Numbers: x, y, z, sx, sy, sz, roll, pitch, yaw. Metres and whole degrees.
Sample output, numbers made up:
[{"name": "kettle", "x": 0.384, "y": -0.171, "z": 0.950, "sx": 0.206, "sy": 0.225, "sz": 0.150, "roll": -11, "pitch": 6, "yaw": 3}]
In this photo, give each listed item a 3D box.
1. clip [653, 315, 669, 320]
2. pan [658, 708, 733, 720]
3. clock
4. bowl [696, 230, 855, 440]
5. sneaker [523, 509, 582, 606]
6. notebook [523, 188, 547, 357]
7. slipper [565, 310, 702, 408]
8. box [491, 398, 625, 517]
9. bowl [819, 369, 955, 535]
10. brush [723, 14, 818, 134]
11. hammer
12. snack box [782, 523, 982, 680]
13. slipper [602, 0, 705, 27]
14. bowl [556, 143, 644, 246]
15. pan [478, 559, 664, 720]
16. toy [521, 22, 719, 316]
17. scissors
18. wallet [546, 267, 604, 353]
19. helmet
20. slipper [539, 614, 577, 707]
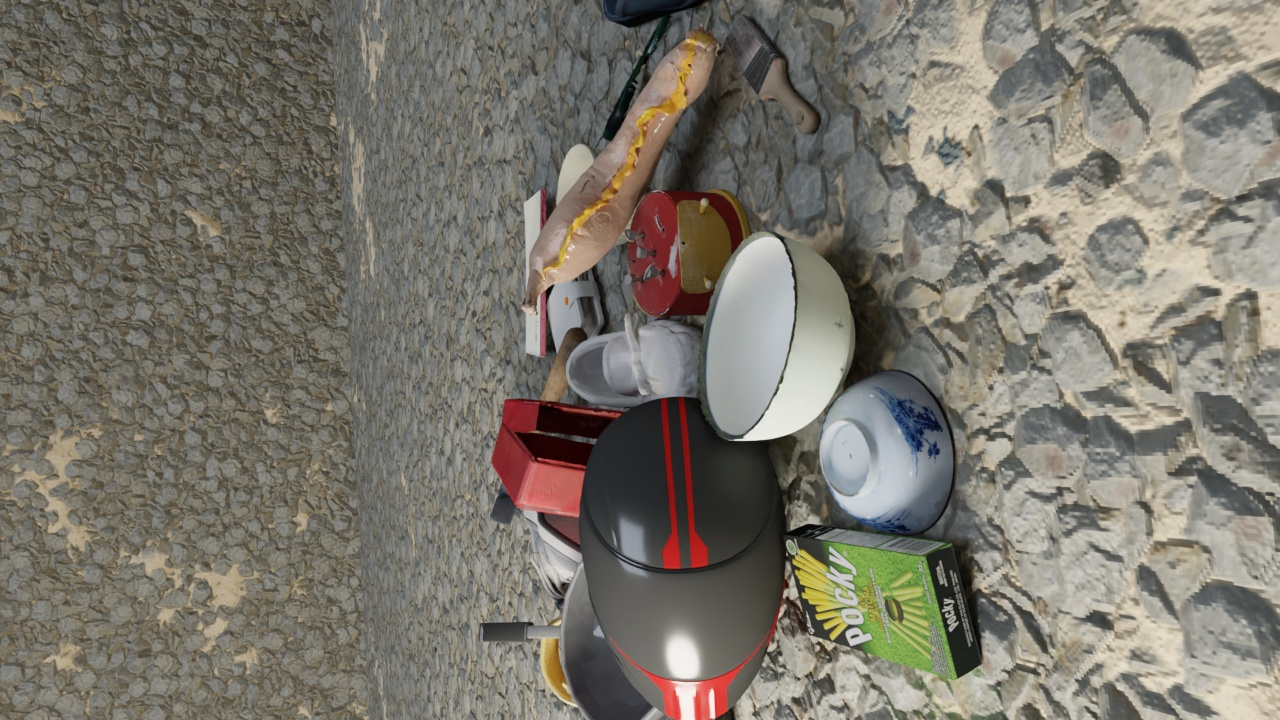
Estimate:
[{"name": "clip", "x": 0.029, "y": -0.052, "z": 0.910, "sx": 0.042, "sy": 0.014, "sz": 0.052, "roll": 57, "pitch": 137, "yaw": 42}, {"name": "pan", "x": 0.040, "y": 0.273, "z": 0.889, "sx": 0.208, "sy": 0.040, "sz": 0.357, "roll": 19, "pitch": 108, "yaw": 62}, {"name": "clock", "x": 0.025, "y": -0.094, "z": 0.834, "sx": 0.159, "sy": 0.081, "sz": 0.117, "roll": -6, "pitch": 87, "yaw": 64}, {"name": "bowl", "x": 0.105, "y": -0.013, "z": 0.673, "sx": 0.153, "sy": 0.072, "sz": 0.153, "roll": -170, "pitch": 91, "yaw": -72}, {"name": "sneaker", "x": -0.076, "y": 0.231, "z": 1.060, "sx": 0.263, "sy": 0.096, "sz": 0.129, "roll": -171, "pitch": 77, "yaw": -67}, {"name": "notebook", "x": -0.138, "y": -0.111, "z": 1.203, "sx": 0.153, "sy": 0.012, "sz": 0.209, "roll": -167, "pitch": 77, "yaw": -75}, {"name": "slipper", "x": -0.006, "y": 0.005, "z": 0.930, "sx": 0.247, "sy": 0.074, "sz": 0.112, "roll": -3, "pitch": 105, "yaw": 62}, {"name": "box", "x": -0.058, "y": 0.099, "z": 0.921, "sx": 0.135, "sy": 0.157, "sz": 0.112, "roll": -170, "pitch": 89, "yaw": -66}, {"name": "bowl", "x": 0.156, "y": 0.064, "z": 0.627, "sx": 0.114, "sy": 0.045, "sz": 0.114, "roll": 10, "pitch": 101, "yaw": 63}, {"name": "brush", "x": 0.104, "y": -0.229, "z": 0.741, "sx": 0.151, "sy": 0.012, "sz": 0.039, "roll": 66, "pitch": 146, "yaw": 37}, {"name": "hammer", "x": -0.123, "y": 0.075, "z": 1.132, "sx": 0.129, "sy": 0.040, "sz": 0.323, "roll": -74, "pitch": 8, "yaw": -46}, {"name": "snack box", "x": 0.160, "y": 0.160, "z": 0.631, "sx": 0.148, "sy": 0.025, "sz": 0.080, "roll": -10, "pitch": 96, "yaw": 63}, {"name": "slipper", "x": 0.005, "y": -0.381, "z": 0.849, "sx": 0.266, "sy": 0.083, "sz": 0.109, "roll": 8, "pitch": 97, "yaw": 62}, {"name": "bowl", "x": -0.040, "y": -0.170, "z": 0.979, "sx": 0.115, "sy": 0.062, "sz": 0.115, "roll": 9, "pitch": 100, "yaw": 63}, {"name": "pan", "x": -0.065, "y": 0.273, "z": 0.923, "sx": 0.358, "sy": 0.041, "sz": 0.178, "roll": -20, "pitch": 63, "yaw": 48}, {"name": "toy", "x": -0.015, "y": -0.169, "z": 0.817, "sx": 0.265, "sy": 0.065, "sz": 0.195, "roll": -50, "pitch": 11, "yaw": 36}, {"name": "scissors", "x": -0.027, "y": -0.245, "z": 0.936, "sx": 0.210, "sy": 0.015, "sz": 0.141, "roll": -47, "pitch": 21, "yaw": 60}, {"name": "wallet", "x": -0.084, "y": -0.069, "z": 1.107, "sx": 0.119, "sy": 0.037, "sz": 0.115, "roll": 125, "pitch": 135, "yaw": -56}, {"name": "helmet", "x": 0.033, "y": 0.127, "z": 0.731, "sx": 0.264, "sy": 0.164, "sz": 0.170, "roll": -93, "pitch": -2, "yaw": -48}, {"name": "slipper", "x": -0.071, "y": 0.337, "z": 1.020, "sx": 0.262, "sy": 0.079, "sz": 0.111, "roll": 162, "pitch": 109, "yaw": -75}]
